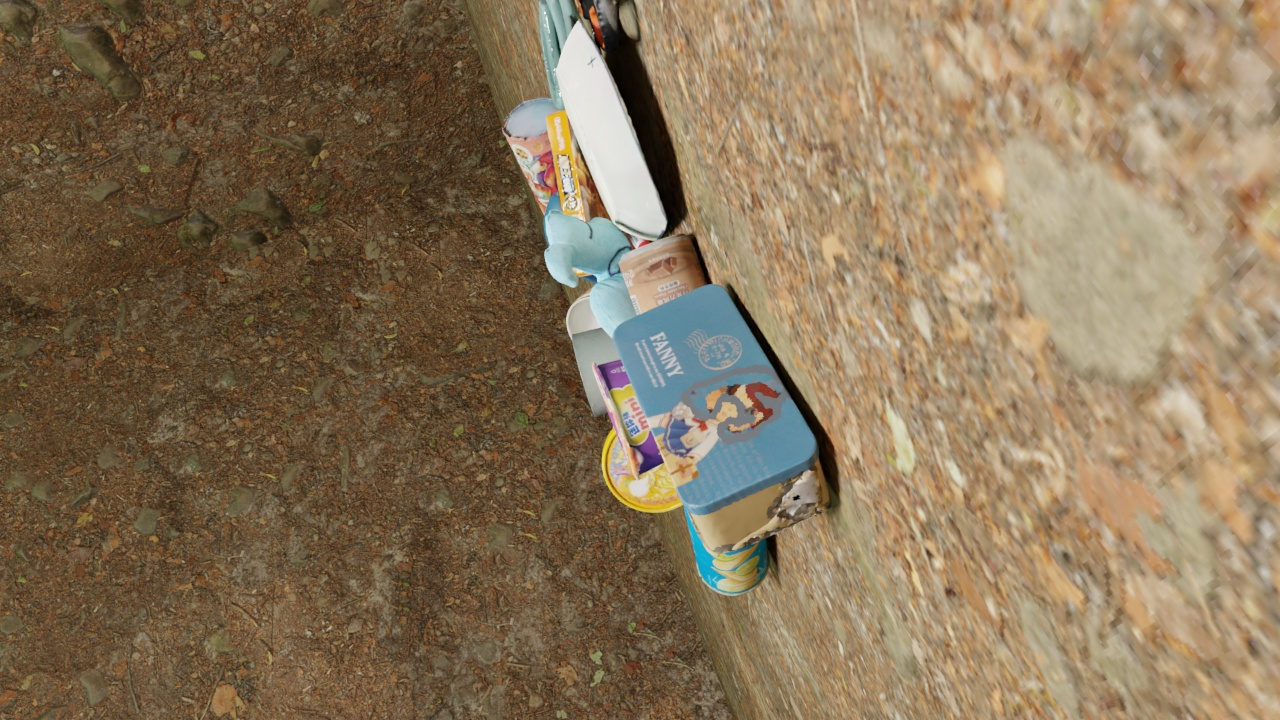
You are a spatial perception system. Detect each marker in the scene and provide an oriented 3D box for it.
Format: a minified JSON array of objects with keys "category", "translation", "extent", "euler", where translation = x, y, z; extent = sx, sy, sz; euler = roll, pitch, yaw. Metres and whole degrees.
[{"category":"marker","translation":[-0.007,-0.129,0.918],"extent":[0.145,0.017,0.017],"euler":[-118,10,-58]}]

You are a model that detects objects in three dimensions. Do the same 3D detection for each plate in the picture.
[{"category":"plate","translation":[-0.027,-0.171,0.748],"extent":[0.265,0.034,0.162],"euler":[-114,1,-86]}]

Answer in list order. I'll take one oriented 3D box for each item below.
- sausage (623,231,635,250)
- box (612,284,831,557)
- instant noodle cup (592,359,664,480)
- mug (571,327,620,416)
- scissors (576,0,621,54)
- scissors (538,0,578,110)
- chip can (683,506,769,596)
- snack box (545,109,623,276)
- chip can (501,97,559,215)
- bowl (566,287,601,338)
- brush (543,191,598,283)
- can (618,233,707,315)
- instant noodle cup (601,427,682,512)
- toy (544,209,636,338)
[{"category":"sausage","translation":[-0.044,-0.173,0.983],"extent":[0.165,0.021,0.021],"euler":[62,178,-23]},{"category":"box","translation":[0.046,0.029,0.584],"extent":[0.062,0.090,0.184],"euler":[66,178,-46]},{"category":"instant noodle cup","translation":[0.021,0.038,0.808],"extent":[0.111,0.099,0.111],"euler":[159,91,-84]},{"category":"mug","translation":[-0.005,0.005,0.910],"extent":[0.124,0.103,0.083],"euler":[71,-177,-76]},{"category":"scissors","translation":[-0.038,-0.278,0.680],"extent":[0.220,0.021,0.234],"euler":[-110,2,-53]},{"category":"scissors","translation":[-0.076,-0.316,0.828],"extent":[0.172,0.019,0.177],"euler":[-136,37,-68]},{"category":"chip can","translation":[0.072,0.127,0.783],"extent":[0.210,0.071,0.071],"euler":[75,172,-52]},{"category":"snack box","translation":[-0.050,-0.160,0.883],"extent":[0.075,0.026,0.154],"euler":[-21,-78,-63]},{"category":"chip can","translation":[-0.088,-0.196,1.061],"extent":[0.215,0.071,0.071],"euler":[66,179,-48]},{"category":"bowl","translation":[-0.017,-0.041,0.992],"extent":[0.062,0.114,0.113],"euler":[-56,-38,-40]},{"category":"brush","translation":[-0.065,-0.135,1.038],"extent":[0.144,0.074,0.055],"euler":[53,-161,-47]},{"category":"can","translation":[0.029,-0.032,0.689],"extent":[0.058,0.058,0.116],"euler":[-171,61,-84]},{"category":"instant noodle cup","translation":[0.014,0.100,1.068],"extent":[0.114,0.118,0.118],"euler":[-100,-8,-75]},{"category":"toy","translation":[-0.009,-0.050,0.741],"extent":[0.161,0.050,0.156],"euler":[3,-119,-50]}]
